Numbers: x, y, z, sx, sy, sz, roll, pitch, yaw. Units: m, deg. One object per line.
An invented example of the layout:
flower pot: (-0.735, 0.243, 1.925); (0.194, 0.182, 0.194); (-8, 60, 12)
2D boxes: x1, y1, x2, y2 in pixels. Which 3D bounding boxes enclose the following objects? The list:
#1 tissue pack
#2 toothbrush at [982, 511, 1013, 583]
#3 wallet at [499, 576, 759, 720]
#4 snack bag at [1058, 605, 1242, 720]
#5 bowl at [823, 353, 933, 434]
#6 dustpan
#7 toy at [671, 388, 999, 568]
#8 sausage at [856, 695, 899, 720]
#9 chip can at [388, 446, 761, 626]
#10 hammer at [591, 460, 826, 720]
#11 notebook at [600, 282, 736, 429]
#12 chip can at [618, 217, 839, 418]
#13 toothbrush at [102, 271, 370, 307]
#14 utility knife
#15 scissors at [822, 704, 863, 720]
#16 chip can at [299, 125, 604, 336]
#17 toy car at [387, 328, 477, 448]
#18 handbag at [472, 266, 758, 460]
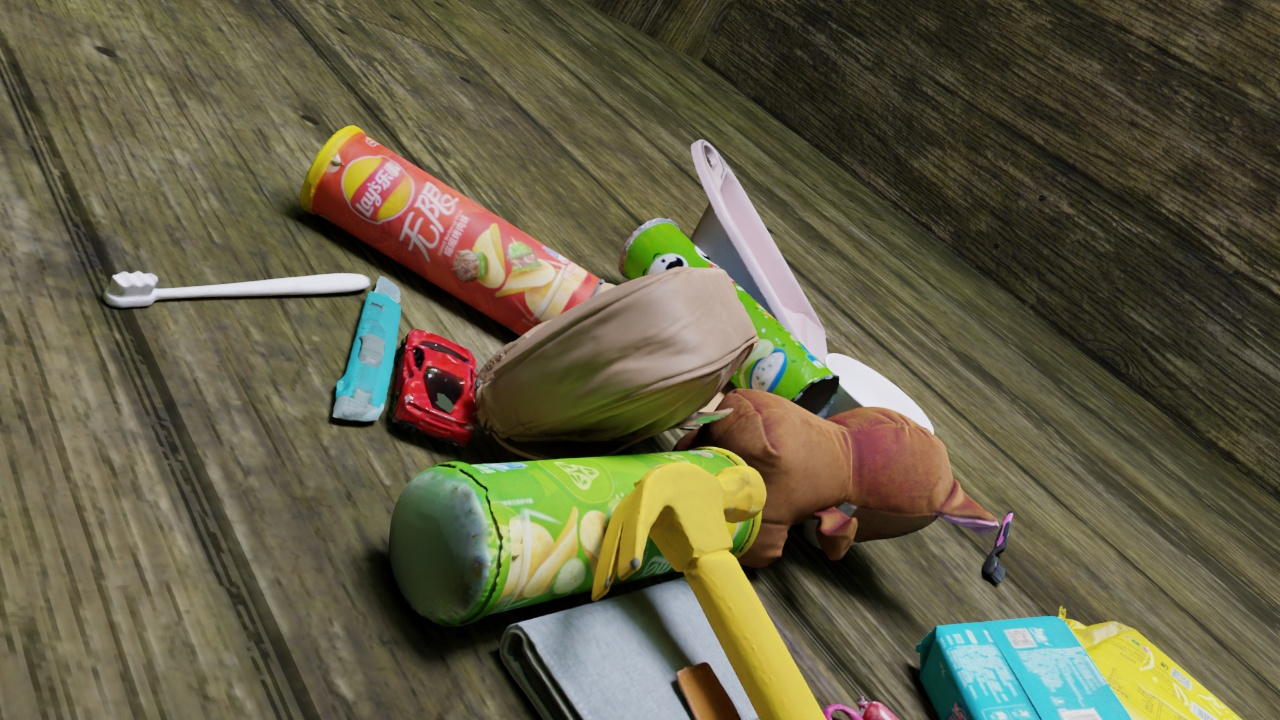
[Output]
tissue pack: (0.231, 0.211, 0.547); (0.093, 0.050, 0.133); (-3, 32, -6)
toothbrush: (0.342, 0.172, 0.864); (0.018, 0.014, 0.188); (50, 25, 12)
wallet: (0.012, 0.152, 0.430); (0.129, 0.037, 0.106); (2, 37, -51)
snack bag: (0.375, 0.278, 0.621); (0.246, 0.068, 0.157); (42, 24, 23)
bowl: (0.201, 0.054, 0.846); (0.118, 0.065, 0.118); (28, 23, -14)
dustpan: (0.141, -0.112, 1.009); (0.273, 0.139, 0.222); (30, 22, -6)
toy: (0.131, 0.084, 0.630); (0.199, 0.131, 0.140); (-2, 38, -22)
sausage: (0.174, 0.241, 0.488); (0.156, 0.020, 0.020); (45, 25, 25)
chip can: (-0.023, 0.084, 0.475); (0.220, 0.073, 0.072); (3, 37, -51)
hammer: (0.075, 0.172, 0.388); (0.128, 0.033, 0.300); (2, 51, -49)
notebook: (0.021, -0.006, 0.803); (0.147, 0.008, 0.207); (12, 31, -42)
chip can: (0.076, -0.034, 0.826); (0.072, 0.072, 0.236); (3, 37, -51)
toothbrush: (-0.225, -0.046, 0.541); (0.016, 0.016, 0.179); (43, 24, 18)
utility knife: (-0.163, -0.012, 0.560); (0.029, 0.013, 0.175); (24, 24, -22)
scissors: (0.117, 0.224, 0.453); (0.133, 0.017, 0.133); (27, 26, -8)
chip can: (-0.134, -0.085, 0.672); (0.216, 0.073, 0.073); (31, 23, -7)
toy car: (-0.121, 0.011, 0.549); (0.049, 0.031, 0.106); (25, 22, -22)
handbag: (-0.003, 0.003, 0.565); (0.100, 0.148, 0.204); (65, 17, 1)
